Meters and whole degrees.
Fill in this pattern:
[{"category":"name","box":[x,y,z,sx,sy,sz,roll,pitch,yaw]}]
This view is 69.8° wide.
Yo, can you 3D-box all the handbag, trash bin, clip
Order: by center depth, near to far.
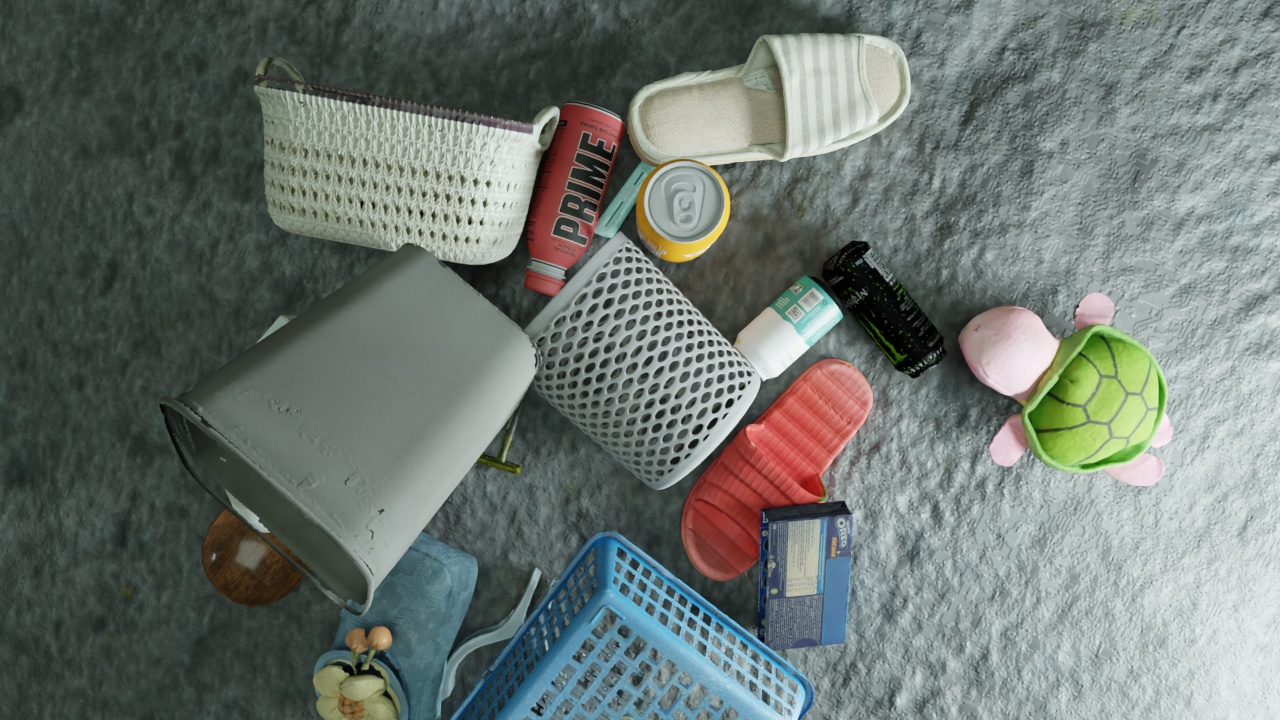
[{"category":"trash bin","box":[-0.214,0.045,0.732,0.197,0.198,0.219,40,60,2]},{"category":"trash bin","box":[-0.005,0.005,0.820,0.183,0.156,0.156,43,92,-4]},{"category":"handbag","box":[-0.230,0.256,0.843,0.122,0.118,0.192,21,95,20]},{"category":"clip","box":[-0.148,0.286,0.894,0.164,0.030,0.172,-1,92,-1]}]

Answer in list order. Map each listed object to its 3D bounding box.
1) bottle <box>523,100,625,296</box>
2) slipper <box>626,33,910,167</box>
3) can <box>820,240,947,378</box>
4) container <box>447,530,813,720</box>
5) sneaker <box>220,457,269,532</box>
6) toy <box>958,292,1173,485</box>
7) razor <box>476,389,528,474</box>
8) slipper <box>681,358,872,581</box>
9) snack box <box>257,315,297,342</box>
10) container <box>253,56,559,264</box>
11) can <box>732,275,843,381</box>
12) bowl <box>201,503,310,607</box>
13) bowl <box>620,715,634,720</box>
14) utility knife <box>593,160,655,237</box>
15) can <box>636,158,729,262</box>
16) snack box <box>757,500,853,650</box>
[{"category":"bottle","box":[-0.068,-0.147,0.858,0.062,0.062,0.176,17,92,-1]},{"category":"slipper","box":[0.122,-0.240,0.852,0.272,0.054,0.114,-14,95,-5]},{"category":"can","box":[0.229,-0.049,0.865,0.054,0.054,0.137,-39,92,1]},{"category":"container","box":[-0.044,0.368,0.806,0.257,0.089,0.362,37,92,-1]},{"category":"sneaker","box":[-0.261,0.101,0.864,0.236,0.104,0.090,-17,53,-21]},{"category":"toy","box":[0.400,0.026,0.852,0.238,0.087,0.190,35,93,-7]},{"category":"razor","box":[-0.122,0.054,0.888,0.042,0.026,0.106,18,88,2]},{"category":"slipper","box":[0.130,0.103,0.870,0.103,0.059,0.249,38,91,-2]},{"category":"snack box","box":[-0.310,-0.004,0.820,0.026,0.150,0.082,42,93,-1]},{"category":"container","box":[-0.206,-0.172,0.803,0.251,0.184,0.143,10,101,0]},{"category":"can","box":[0.139,-0.030,0.866,0.101,0.055,0.055,-42,92,2]},{"category":"bowl","box":[-0.365,0.180,0.890,0.114,0.026,0.102,-45,91,1]},{"category":"bowl","box":[-0.029,0.422,0.883,0.219,0.060,0.188,-41,92,3]},{"category":"utility knife","box":[0.002,-0.179,0.882,0.022,0.015,0.147,34,89,6]},{"category":"can","box":[0.036,-0.131,0.817,0.079,0.142,0.079,0,92,0]},{"category":"snack box","box":[0.154,0.204,0.861,0.082,0.027,0.150,-4,114,-7]}]
